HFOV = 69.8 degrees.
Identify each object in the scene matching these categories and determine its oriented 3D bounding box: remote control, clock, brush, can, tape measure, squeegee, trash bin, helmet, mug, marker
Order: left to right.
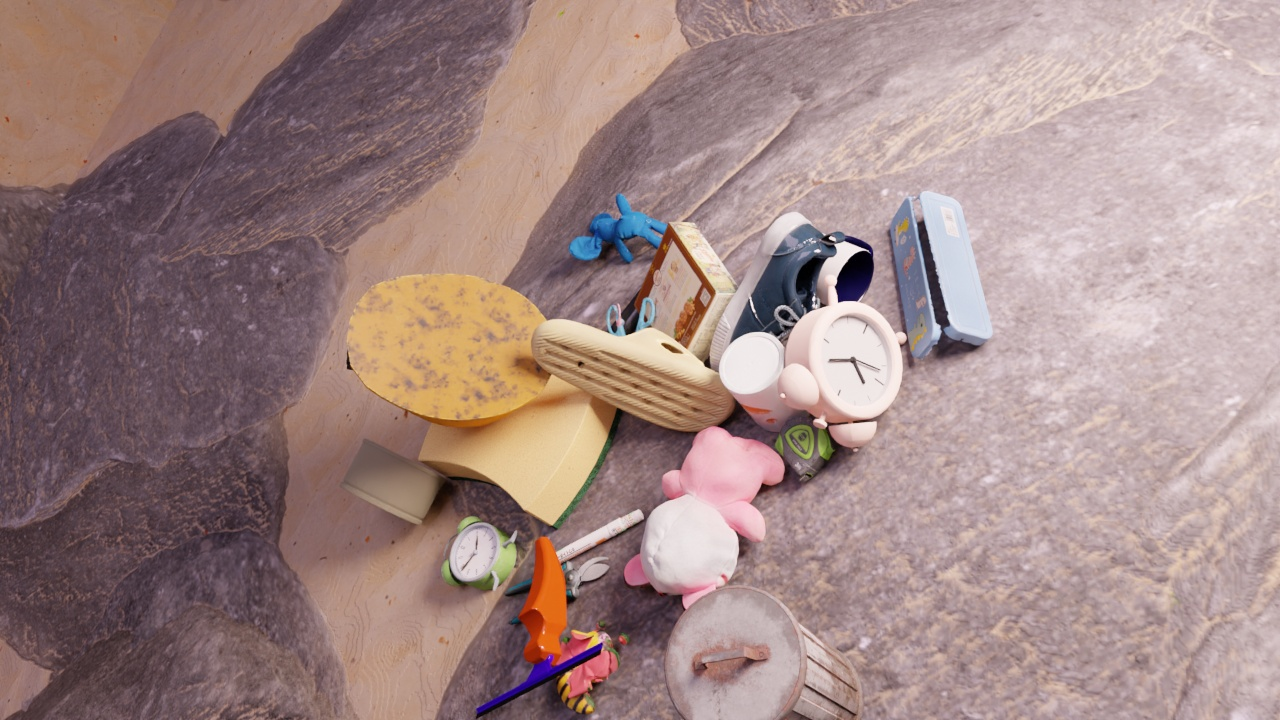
[{"bbox_3d":[-0.345,0.169,1.278,0.128,0.128,0.073,17,74,37],"label":"can"},{"bbox_3d":[-0.245,0.005,1.191,0.255,0.132,0.204,11,61,-8],"label":"helmet"},{"bbox_3d":[-0.212,0.255,1.199,0.119,0.042,0.094,7,66,34],"label":"clock"},{"bbox_3d":[-0.163,0.094,1.244,0.250,0.075,0.194,17,72,38],"label":"brush"},{"bbox_3d":[-0.113,0.295,1.079,0.250,0.055,0.184,-39,42,37],"label":"squeegee"},{"bbox_3d":[-0.060,0.223,1.140,0.146,0.017,0.017,-30,51,14],"label":"marker"},{"bbox_3d":[0.000,-0.081,1.287,0.033,0.015,0.146,33,83,40],"label":"remote control"},{"bbox_3d":[0.148,0.027,1.071,0.082,0.105,0.082,-16,56,24],"label":"mug"},{"bbox_3d":[0.119,0.298,0.856,0.131,0.211,0.130,-15,56,24],"label":"trash bin"},{"bbox_3d":[0.190,0.097,1.050,0.059,0.036,0.065,-45,52,13],"label":"tape measure"},{"bbox_3d":[0.235,-0.121,1.133,0.111,0.079,0.097,-33,44,-27],"label":"mug"},{"bbox_3d":[0.220,0.006,1.026,0.086,0.131,0.160,-24,36,55],"label":"clock"}]

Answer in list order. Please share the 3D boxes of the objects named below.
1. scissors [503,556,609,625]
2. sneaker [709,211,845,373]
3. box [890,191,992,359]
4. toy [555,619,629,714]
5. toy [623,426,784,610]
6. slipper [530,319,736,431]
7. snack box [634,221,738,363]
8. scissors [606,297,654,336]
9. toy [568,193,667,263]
[{"bbox_3d":[-0.107,0.284,1.133,0.131,0.019,0.149,16,71,35],"label":"scissors"},{"bbox_3d":[0.162,-0.063,1.088,0.087,0.089,0.236,42,126,27],"label":"sneaker"},{"bbox_3d":[0.341,-0.097,1.075,0.079,0.072,0.209,129,147,-50],"label":"box"},{"bbox_3d":[-0.061,0.349,1.050,0.084,0.046,0.103,21,82,31],"label":"toy"},{"bbox_3d":[0.068,0.178,1.044,0.142,0.084,0.212,18,70,38],"label":"toy"},{"bbox_3d":[-0.007,0.007,1.138,0.261,0.112,0.079,20,41,-1],"label":"slipper"},{"bbox_3d":[0.056,-0.079,1.183,0.147,0.041,0.143,62,141,39],"label":"snack box"},{"bbox_3d":[-0.006,-0.029,1.227,0.120,0.015,0.138,-41,59,39],"label":"scissors"},{"bbox_3d":[-0.029,-0.182,1.335,0.177,0.071,0.112,10,58,36],"label":"toy"}]
